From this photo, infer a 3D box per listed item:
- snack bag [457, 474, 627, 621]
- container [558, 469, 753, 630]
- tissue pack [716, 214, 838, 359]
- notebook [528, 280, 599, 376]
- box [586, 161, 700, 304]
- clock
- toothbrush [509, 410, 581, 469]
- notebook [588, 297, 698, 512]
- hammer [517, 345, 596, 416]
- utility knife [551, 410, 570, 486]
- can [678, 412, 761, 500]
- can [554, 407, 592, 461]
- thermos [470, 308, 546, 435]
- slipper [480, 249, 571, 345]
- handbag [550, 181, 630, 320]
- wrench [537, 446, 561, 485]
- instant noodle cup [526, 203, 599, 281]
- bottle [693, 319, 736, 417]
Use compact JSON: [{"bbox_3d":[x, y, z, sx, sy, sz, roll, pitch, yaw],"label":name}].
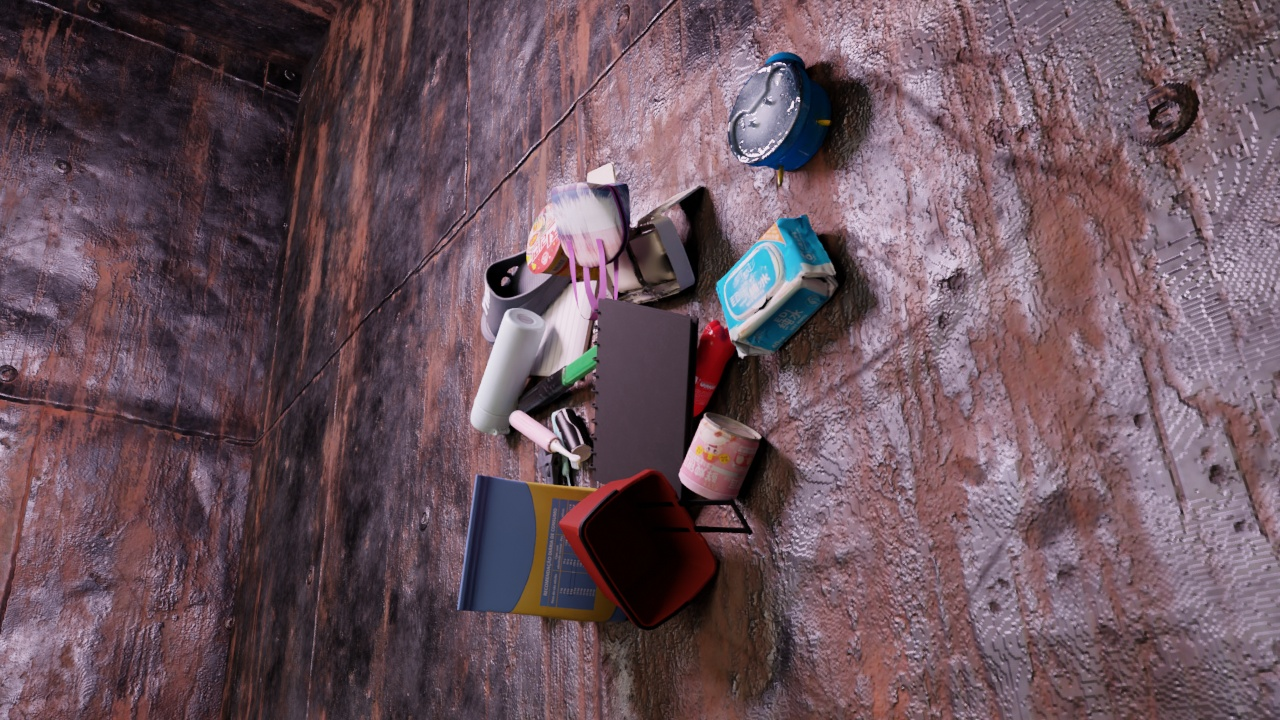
[{"bbox_3d":[-0.113,0.225,1.093,0.102,0.205,0.159,-11,69,54],"label":"snack bag"},{"bbox_3d":[0.011,0.195,0.966,0.148,0.126,0.201,59,155,-9],"label":"container"},{"bbox_3d":[0.138,-0.075,0.965,0.145,0.061,0.092,-48,43,35],"label":"tissue pack"},{"bbox_3d":[-0.132,-0.046,1.397,0.210,0.009,0.142,2,79,56],"label":"notebook"},{"bbox_3d":[0.013,-0.166,1.178,0.145,0.100,0.186,-6,94,53],"label":"box"},{"bbox_3d":[0.151,-0.280,1.025,0.117,0.060,0.161,-50,40,35],"label":"clock"},{"bbox_3d":[-0.131,0.110,1.273,0.223,0.027,0.026,24,125,59],"label":"toothbrush"},{"bbox_3d":[-0.001,0.051,1.081,0.169,0.019,0.231,16,109,46],"label":"notebook"},{"bbox_3d":[-0.098,0.019,1.276,0.320,0.032,0.130,-33,56,53],"label":"hammer"},{"bbox_3d":[-0.109,0.139,1.290,0.022,0.015,0.158,110,153,-52],"label":"utility knife"},{"bbox_3d":[0.084,0.103,0.974,0.067,0.067,0.076,36,108,54],"label":"can"},{"bbox_3d":[-0.093,0.102,1.265,0.032,0.031,0.080,-58,37,24],"label":"can"},{"bbox_3d":[-0.207,0.022,1.412,0.078,0.065,0.207,42,122,31],"label":"thermos"},{"bbox_3d":[-0.195,-0.112,1.434,0.269,0.083,0.110,-39,49,40],"label":"slipper"},{"bbox_3d":[-0.060,-0.135,1.147,0.145,0.067,0.170,7,102,53],"label":"handbag"},{"bbox_3d":[-0.113,0.216,1.254,0.074,0.022,0.273,121,144,-49],"label":"wrench"},{"bbox_3d":[-0.087,-0.155,1.278,0.101,0.112,0.100,-24,59,49],"label":"instant noodle cup"},{"bbox_3d":[0.068,0.022,1.050,0.142,0.042,0.042,-64,35,17],"label":"bottle"}]
